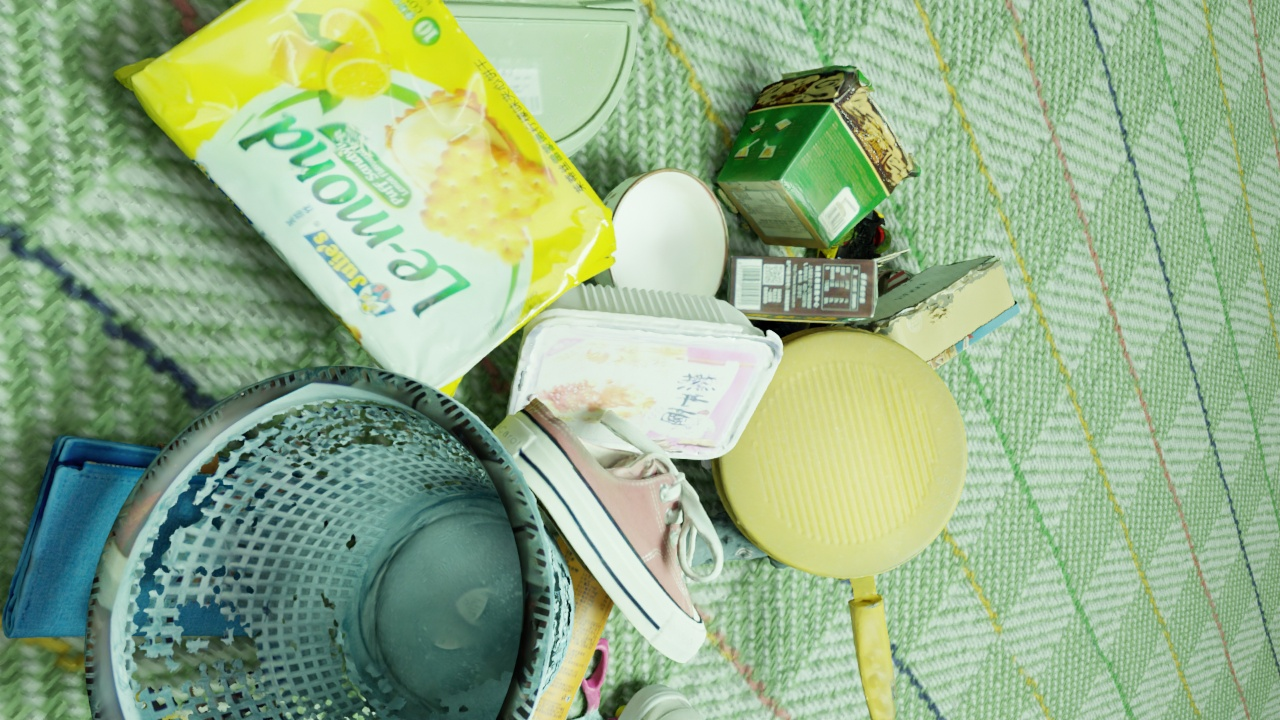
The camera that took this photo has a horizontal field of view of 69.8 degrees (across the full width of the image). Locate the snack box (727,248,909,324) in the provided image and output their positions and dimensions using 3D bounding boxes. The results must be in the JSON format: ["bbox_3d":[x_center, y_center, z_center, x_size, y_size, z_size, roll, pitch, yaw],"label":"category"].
[{"bbox_3d":[0.129,-0.056,0.699,0.126,0.113,0.053,4,91,5],"label":"snack box"}]

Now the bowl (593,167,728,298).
[{"bbox_3d":[0.005,-0.083,0.678,0.113,0.062,0.113,-6,99,-37],"label":"bowl"}]

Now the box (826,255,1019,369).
[{"bbox_3d":[0.254,-0.038,0.813,0.183,0.090,0.062,-25,100,-30],"label":"box"}]

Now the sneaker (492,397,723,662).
[{"bbox_3d":[-0.002,0.104,0.590,0.087,0.118,0.241,-39,126,-12],"label":"sneaker"}]

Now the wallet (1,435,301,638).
[{"bbox_3d":[-0.262,0.100,0.505,0.133,0.040,0.106,17,88,-48],"label":"wallet"}]

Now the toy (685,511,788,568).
[{"bbox_3d":[0.176,0.119,0.825,0.355,0.091,0.138,-9,146,-36],"label":"toy"}]

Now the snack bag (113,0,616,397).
[{"bbox_3d":[-0.139,-0.107,0.514,0.158,0.068,0.246,-42,104,-12],"label":"snack bag"}]

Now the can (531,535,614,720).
[{"bbox_3d":[-0.055,0.190,0.673,0.058,0.058,0.146,32,77,-37],"label":"can"}]

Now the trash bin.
[{"bbox_3d":[-0.132,0.135,0.497,0.195,0.227,0.226,55,57,-72],"label":"trash bin"}]

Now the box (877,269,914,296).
[{"bbox_3d":[0.233,-0.009,0.876,0.072,0.060,0.164,20,84,-18],"label":"box"}]

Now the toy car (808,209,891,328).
[{"bbox_3d":[0.183,-0.070,0.835,0.071,0.041,0.156,4,98,-39],"label":"toy car"}]

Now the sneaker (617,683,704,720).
[{"bbox_3d":[-0.024,0.369,0.696,0.242,0.091,0.089,-51,124,-12],"label":"sneaker"}]

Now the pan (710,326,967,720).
[{"bbox_3d":[0.171,0.150,0.731,0.198,0.078,0.357,-12,89,1],"label":"pan"}]

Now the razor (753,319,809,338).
[{"bbox_3d":[0.110,-0.003,0.787,0.167,0.062,0.067,-65,159,-5],"label":"razor"}]

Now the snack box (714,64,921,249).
[{"bbox_3d":[0.136,-0.153,0.741,0.118,0.118,0.105,45,74,-31],"label":"snack box"}]

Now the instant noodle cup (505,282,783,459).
[{"bbox_3d":[-0.004,0.004,0.635,0.173,0.060,0.138,4,138,-16],"label":"instant noodle cup"}]

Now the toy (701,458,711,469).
[{"bbox_3d":[0.023,0.049,0.727,0.107,0.039,0.084,-1,100,-40],"label":"toy"}]

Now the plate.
[{"bbox_3d":[-0.090,-0.238,0.602,0.229,0.027,0.230,-6,101,-37],"label":"plate"}]

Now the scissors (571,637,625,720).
[{"bbox_3d":[-0.034,0.285,0.734,0.133,0.017,0.133,5,97,-35],"label":"scissors"}]
